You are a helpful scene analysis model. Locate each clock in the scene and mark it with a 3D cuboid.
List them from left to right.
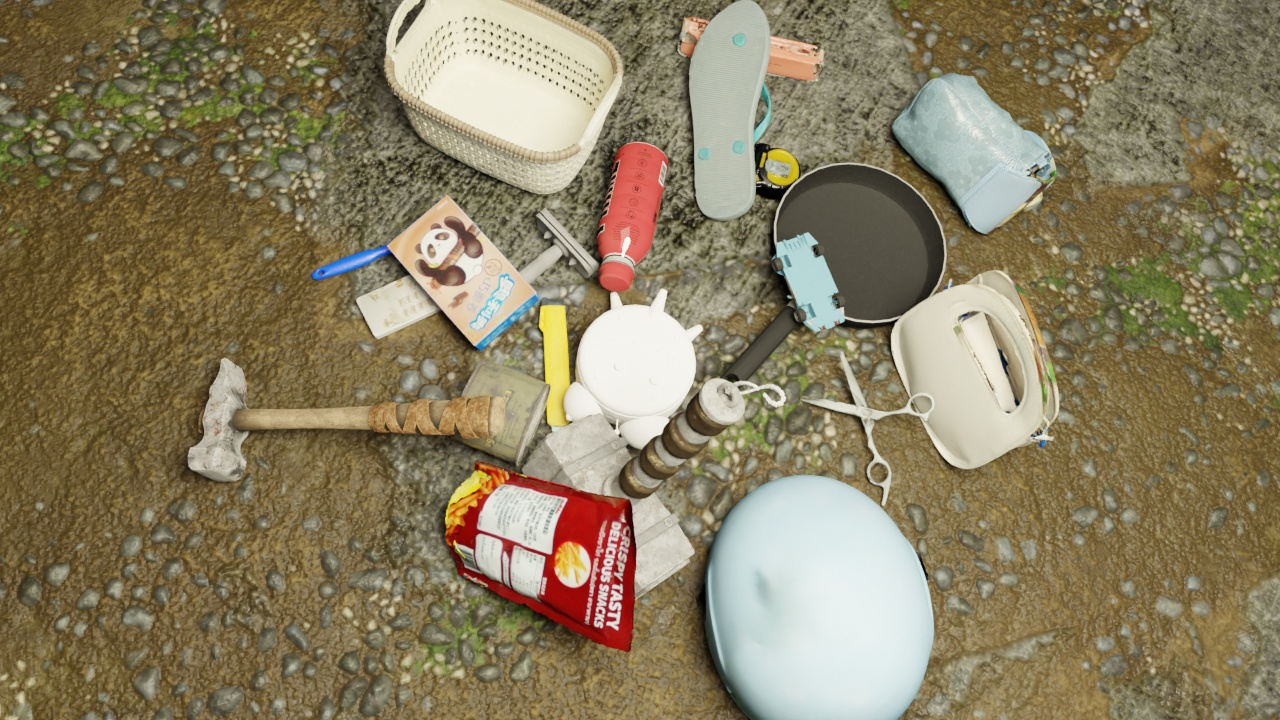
[{"bbox_3d":[-0.006,0.006,0.973,0.125,0.073,0.160,21,69,0],"label":"clock"}]

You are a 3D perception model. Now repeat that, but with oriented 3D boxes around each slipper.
[{"bbox_3d":[0.106,-0.294,1.100,0.098,0.054,0.268,3,82,25],"label":"slipper"}]

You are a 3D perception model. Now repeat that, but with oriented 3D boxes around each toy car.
[{"bbox_3d":[0.182,-0.082,1.005,0.060,0.027,0.107,-20,83,-14],"label":"toy car"}]

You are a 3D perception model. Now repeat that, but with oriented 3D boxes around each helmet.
[{"bbox_3d":[0.170,0.224,0.874,0.225,0.167,0.265,-9,62,0],"label":"helmet"}]

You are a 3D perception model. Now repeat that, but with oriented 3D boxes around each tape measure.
[{"bbox_3d":[0.161,-0.225,1.096,0.061,0.034,0.061,15,70,-4],"label":"tape measure"}]

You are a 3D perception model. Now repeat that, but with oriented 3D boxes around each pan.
[{"bbox_3d":[0.201,-0.081,1.045,0.204,0.044,0.355,42,71,8],"label":"pan"}]

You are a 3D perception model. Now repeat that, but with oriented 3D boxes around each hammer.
[{"bbox_3d":[-0.285,0.055,0.890,0.319,0.049,0.121,-2,66,12],"label":"hammer"},{"bbox_3d":[0.015,0.089,0.817,0.079,0.327,0.177,-25,74,-38],"label":"hammer"}]

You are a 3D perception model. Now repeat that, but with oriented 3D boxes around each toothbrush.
[{"bbox_3d":[-0.275,-0.124,1.019,0.182,0.018,0.016,-22,75,-11],"label":"toothbrush"}]

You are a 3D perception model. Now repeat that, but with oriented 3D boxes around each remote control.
[{"bbox_3d":[-0.238,-0.074,1.006,0.135,0.011,0.050,-27,76,-15],"label":"remote control"}]

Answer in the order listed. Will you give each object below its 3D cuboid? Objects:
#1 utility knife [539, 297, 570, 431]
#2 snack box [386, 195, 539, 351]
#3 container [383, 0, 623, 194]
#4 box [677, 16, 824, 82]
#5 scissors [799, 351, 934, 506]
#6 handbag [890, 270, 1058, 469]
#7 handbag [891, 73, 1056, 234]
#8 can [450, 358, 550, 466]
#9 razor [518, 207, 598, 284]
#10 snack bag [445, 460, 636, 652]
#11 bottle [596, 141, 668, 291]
[{"bbox_3d":[-0.093,0.003,0.995,0.030,0.017,0.151,-3,70,-3],"label":"utility knife"},{"bbox_3d":[-0.190,-0.094,0.985,0.087,0.034,0.151,-42,80,-5],"label":"snack box"},{"bbox_3d":[-0.150,-0.299,1.026,0.246,0.143,0.184,26,70,3],"label":"container"},{"bbox_3d":[0.140,-0.394,1.149,0.187,0.059,0.056,12,37,-4],"label":"box"},{"bbox_3d":[0.249,0.072,0.999,0.142,0.014,0.175,-8,83,14],"label":"scissors"},{"bbox_3d":[0.364,0.002,0.956,0.093,0.200,0.200,-18,76,-17],"label":"handbag"},{"bbox_3d":[0.404,-0.254,1.099,0.118,0.122,0.192,-30,74,-33],"label":"handbag"},{"bbox_3d":[-0.142,0.052,0.932,0.074,0.090,0.089,22,69,1],"label":"can"},{"bbox_3d":[-0.119,-0.100,1.017,0.116,0.047,0.088,-41,80,-10],"label":"razor"},{"bbox_3d":[-0.092,0.175,0.854,0.208,0.066,0.139,13,98,35],"label":"snack bag"},{"bbox_3d":[-0.013,-0.159,1.027,0.062,0.062,0.176,13,64,-3],"label":"bottle"}]
